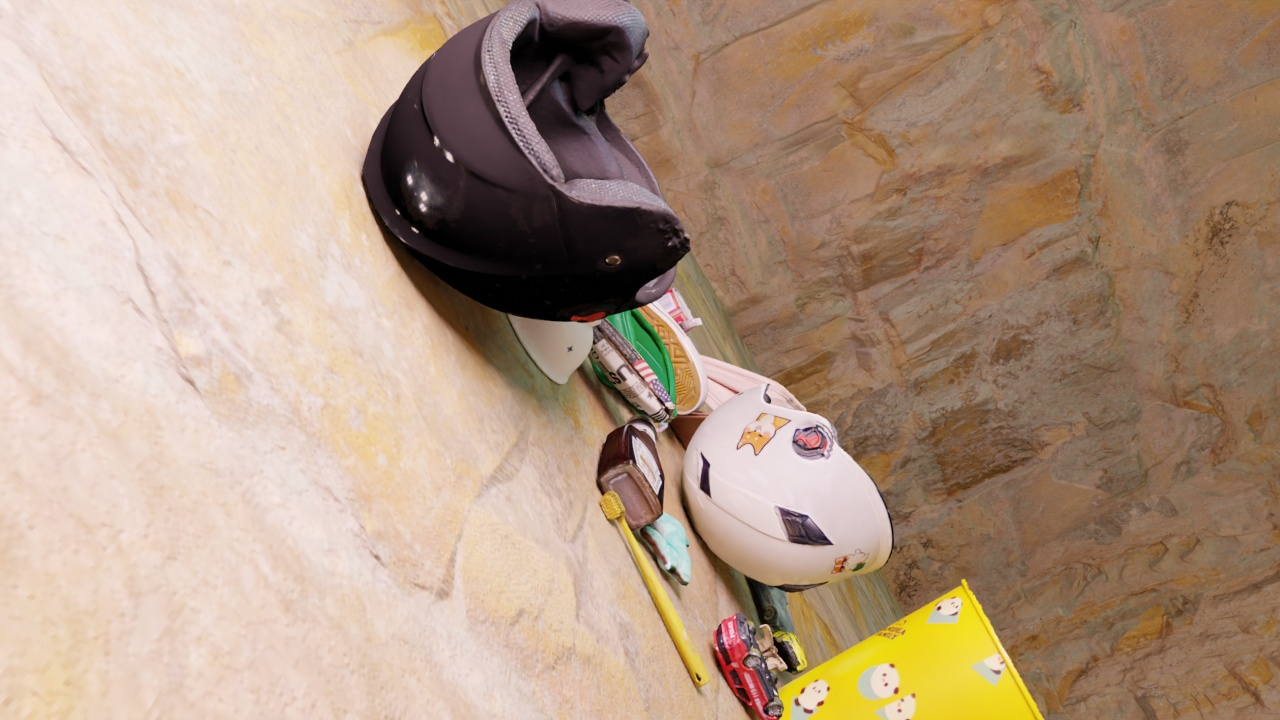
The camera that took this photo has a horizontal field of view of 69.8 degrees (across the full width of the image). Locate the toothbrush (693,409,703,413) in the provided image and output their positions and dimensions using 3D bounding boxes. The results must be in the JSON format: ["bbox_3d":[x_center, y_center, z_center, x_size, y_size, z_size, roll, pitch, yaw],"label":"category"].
[{"bbox_3d":[0.123,0.112,1.367,0.221,0.027,0.026,34,63,-29],"label":"toothbrush"}]

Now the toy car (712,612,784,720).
[{"bbox_3d":[0.109,0.310,0.922,0.052,0.045,0.120,-86,152,-67],"label":"toy car"}]

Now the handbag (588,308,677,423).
[{"bbox_3d":[-0.007,0.006,1.102,0.131,0.068,0.120,47,19,-52],"label":"handbag"}]

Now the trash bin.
[{"bbox_3d":[0.307,0.404,1.030,0.229,0.255,0.229,57,12,-20],"label":"trash bin"}]

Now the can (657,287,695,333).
[{"bbox_3d":[0.025,-0.055,1.335,0.066,0.094,0.066,57,11,-18],"label":"can"}]

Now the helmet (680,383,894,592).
[{"bbox_3d":[0.145,0.168,1.082,0.274,0.156,0.230,43,-31,41],"label":"helmet"}]

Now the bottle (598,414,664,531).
[{"bbox_3d":[-0.005,0.101,0.937,0.080,0.044,0.194,59,10,-12],"label":"bottle"}]

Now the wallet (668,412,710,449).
[{"bbox_3d":[0.095,0.112,1.261,0.115,0.020,0.101,-2,-53,53],"label":"wallet"}]

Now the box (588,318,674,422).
[{"bbox_3d":[-0.026,0.004,0.988,0.164,0.052,0.069,48,2,-5],"label":"box"}]

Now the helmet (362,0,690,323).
[{"bbox_3d":[-0.076,-0.144,0.737,0.274,0.231,0.233,42,36,-57],"label":"helmet"}]

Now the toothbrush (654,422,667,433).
[{"bbox_3d":[0.013,0.044,1.232,0.189,0.029,0.021,-100,-161,-64],"label":"toothbrush"}]

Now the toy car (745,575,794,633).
[{"bbox_3d":[0.176,0.319,1.227,0.054,0.037,0.120,53,12,-37],"label":"toy car"}]

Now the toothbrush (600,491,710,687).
[{"bbox_3d":[0.012,0.204,0.823,0.190,0.016,0.016,62,16,6],"label":"toothbrush"}]

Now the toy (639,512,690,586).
[{"bbox_3d":[0.028,0.183,0.917,0.096,0.030,0.091,48,13,-29],"label":"toy"}]

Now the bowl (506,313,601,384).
[{"bbox_3d":[-0.078,-0.043,0.906,0.118,0.065,0.118,58,11,-18],"label":"bowl"}]

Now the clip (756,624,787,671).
[{"bbox_3d":[0.141,0.328,1.058,0.095,0.035,0.102,63,6,1],"label":"clip"}]

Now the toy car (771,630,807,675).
[{"bbox_3d":[0.183,0.355,1.124,0.105,0.032,0.048,98,-33,-76],"label":"toy car"}]

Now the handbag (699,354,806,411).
[{"bbox_3d":[0.112,0.045,1.326,0.234,0.093,0.193,29,-3,24],"label":"handbag"}]

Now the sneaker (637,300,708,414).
[{"bbox_3d":[0.023,-0.031,1.225,0.087,0.118,0.241,6,44,-57],"label":"sneaker"}]
